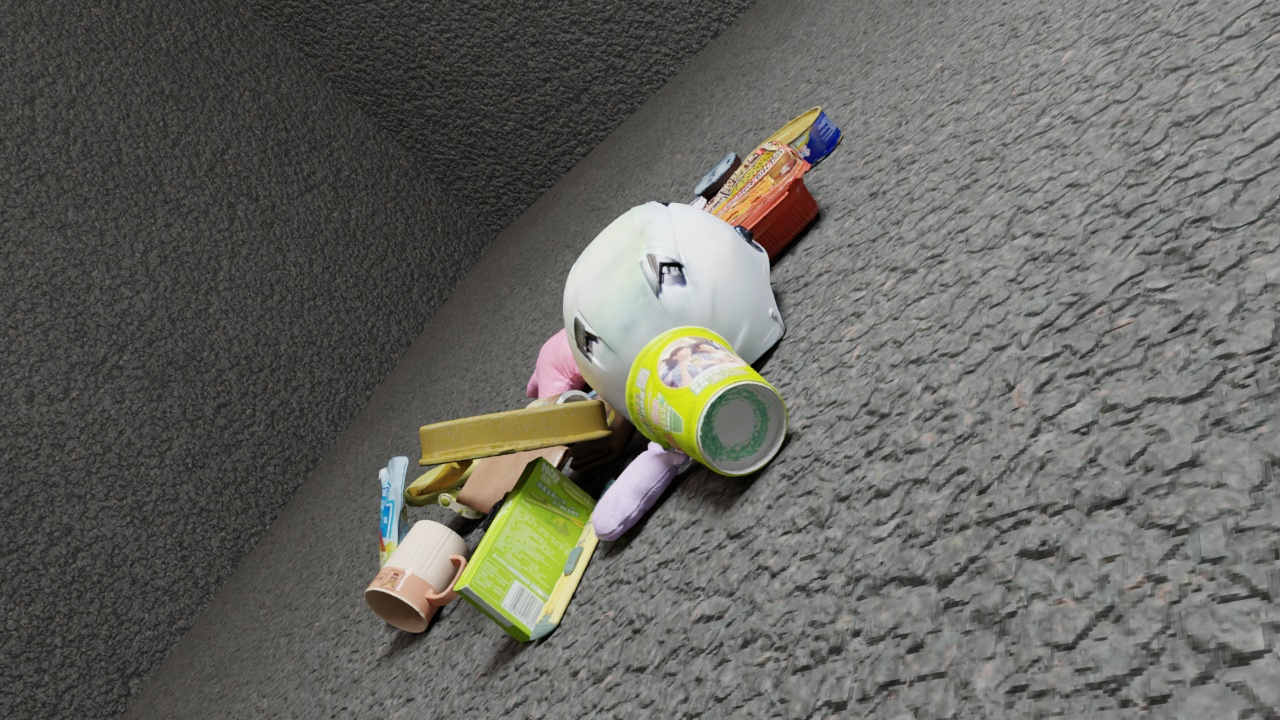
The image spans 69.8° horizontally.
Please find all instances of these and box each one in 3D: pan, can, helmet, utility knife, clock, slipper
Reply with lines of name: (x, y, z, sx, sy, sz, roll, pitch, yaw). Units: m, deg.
pan: (-0.174, 0.104, 0.999, 0.197, 0.078, 0.358, -5, -5, -39)
can: (-0.103, 0.072, 1.150, 0.058, 0.058, 0.116, -55, 18, -25)
helmet: (0.007, -0.065, 0.931, 0.229, 0.146, 0.258, -37, 42, 22)
utility knife: (-0.056, 0.183, 0.866, 0.031, 0.020, 0.187, -12, 31, 36)
clock: (0.117, -0.251, 1.351, 0.122, 0.055, 0.081, -36, 21, 37)
can: (0.198, -0.277, 1.220, 0.149, 0.049, 0.074, -27, 25, 49)
slipper: (-0.221, 0.163, 1.204, 0.191, 0.081, 0.091, -22, 12, 21)

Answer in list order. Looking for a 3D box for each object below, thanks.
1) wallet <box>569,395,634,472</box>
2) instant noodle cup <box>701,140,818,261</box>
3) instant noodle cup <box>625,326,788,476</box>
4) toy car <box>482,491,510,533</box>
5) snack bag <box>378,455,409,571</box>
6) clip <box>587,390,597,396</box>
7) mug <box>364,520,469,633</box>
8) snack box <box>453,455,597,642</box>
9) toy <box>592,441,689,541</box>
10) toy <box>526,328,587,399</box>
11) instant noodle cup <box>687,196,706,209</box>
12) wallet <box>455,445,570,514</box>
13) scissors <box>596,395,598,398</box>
wallet: (-0.033, 0.068, 1.039, 0.090, 0.033, 0.115, -27, 29, 47)
instant noodle cup: (0.136, -0.173, 1.084, 0.165, 0.079, 0.188, -43, 17, 14)
instant noodle cup: (0.059, 0.039, 0.762, 0.111, 0.111, 0.123, -48, 24, -2)
toy car: (-0.120, 0.166, 1.003, 0.121, 0.045, 0.052, -26, 28, 38)
snack bag: (-0.315, 0.221, 1.174, 0.110, 0.038, 0.191, 150, 117, -68)
clip: (-0.046, 0.038, 1.159, 0.058, 0.045, 0.027, -43, 11, -21)
mug: (-0.249, 0.252, 1.076, 0.115, 0.082, 0.105, -7, 37, 35)
snack box: (-0.102, 0.175, 0.867, 0.026, 0.086, 0.156, -29, 25, 46)
toy: (-0.006, 0.119, 0.839, 0.108, 0.039, 0.084, -51, 17, -8)
toy: (-0.106, 0.012, 1.276, 0.195, 0.074, 0.178, -29, 34, 54)
instant noodle cup: (0.034, -0.141, 1.296, 0.174, 0.060, 0.137, -31, 23, 41)
wallet: (-0.153, 0.138, 1.099, 0.101, 0.020, 0.115, 15, 58, 27)
scissors: (-0.008, 0.008, 1.132, 0.131, 0.017, 0.133, -38, 18, 11)
